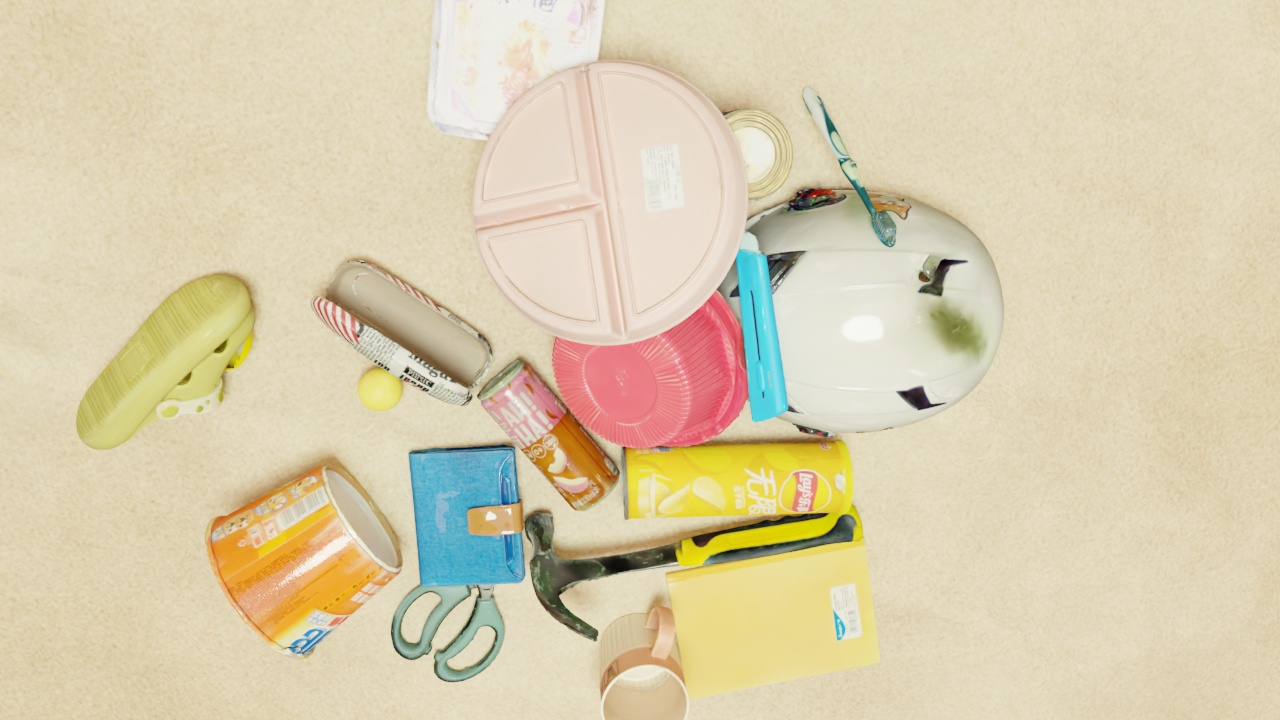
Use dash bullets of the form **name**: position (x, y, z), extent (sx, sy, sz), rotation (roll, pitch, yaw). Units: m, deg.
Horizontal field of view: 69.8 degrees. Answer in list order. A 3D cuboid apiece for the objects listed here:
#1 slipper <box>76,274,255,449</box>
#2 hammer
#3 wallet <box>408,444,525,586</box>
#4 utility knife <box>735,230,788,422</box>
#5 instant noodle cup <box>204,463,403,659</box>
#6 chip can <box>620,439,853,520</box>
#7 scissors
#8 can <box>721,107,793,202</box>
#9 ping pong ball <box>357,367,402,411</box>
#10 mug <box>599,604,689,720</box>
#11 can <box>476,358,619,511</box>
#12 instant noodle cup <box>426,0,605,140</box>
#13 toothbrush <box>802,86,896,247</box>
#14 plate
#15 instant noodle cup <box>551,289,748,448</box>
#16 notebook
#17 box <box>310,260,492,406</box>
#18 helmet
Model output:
- **slipper**: position (-0.409, 0.008, 0.813), extent (0.190, 0.091, 0.081), rotation (-45, 142, -3)
- **hammer**: position (0.057, 0.185, 0.880), extent (0.323, 0.126, 0.032), rotation (-8, 148, -8)
- **wallet**: position (-0.163, 0.148, 0.871), extent (0.106, 0.040, 0.133), rotation (-3, 97, 4)
- **utility knife**: position (0.096, -0.028, 0.746), extent (0.018, 0.034, 0.159), rotation (-17, 102, -46)
- **instant noodle cup**: position (-0.293, 0.172, 0.823), extent (0.111, 0.151, 0.151), rotation (-35, 103, -5)
- **chip can**: position (0.089, 0.113, 0.870), extent (0.213, 0.072, 0.072), rotation (-2, 103, -3)
- **scissors**: position (-0.155, 0.254, 0.912), extent (0.185, 0.019, 0.130), rotation (-35, 103, 6)
- **can**: position (0.082, -0.175, 0.781), extent (0.075, 0.111, 0.075), rotation (-1, 103, -4)
- **ping pong ball**: position (-0.239, 0.027, 0.842), extent (0.040, 0.040, 0.040), rotation (-1, 103, -4)
- **mug**: position (0.005, 0.291, 0.887), extent (0.081, 0.106, 0.114), rotation (17, 101, -8)
- **can**: position (-0.084, 0.071, 0.854), extent (0.058, 0.058, 0.147), rotation (-38, 103, 5)
- **instant noodle cup**: position (-0.103, -0.270, 0.772), extent (0.138, 0.060, 0.173), rotation (7, 101, -6)
- **toothbrush**: position (0.174, -0.170, 0.773), extent (0.016, 0.191, 0.018), rotation (-12, 148, -9)
- **plate**: position (-0.030, -0.127, 0.725), extent (0.230, 0.028, 0.229), rotation (0, 89, 13)
- **instant noodle cup**: position (-0.005, 0.005, 0.792), extent (0.194, 0.065, 0.194), rotation (13, 120, 23)
- **notebook**: position (0.137, 0.265, 0.940), extent (0.206, 0.010, 0.146), rotation (-11, 103, -1)
- **box**: position (-0.214, -0.014, 0.811), extent (0.163, 0.087, 0.076), rotation (35, 113, -14)
- **helmet**: position (0.192, -0.033, 0.799), extent (0.274, 0.156, 0.230), rotation (-2, 103, -4)
